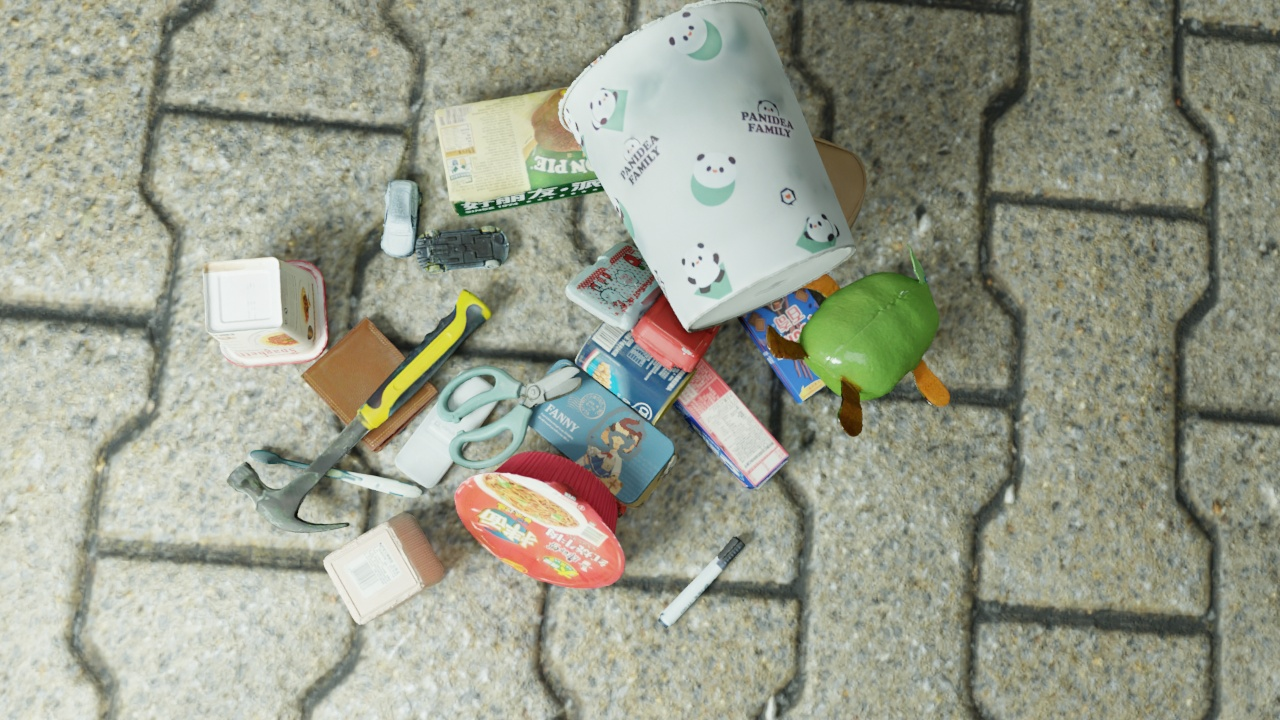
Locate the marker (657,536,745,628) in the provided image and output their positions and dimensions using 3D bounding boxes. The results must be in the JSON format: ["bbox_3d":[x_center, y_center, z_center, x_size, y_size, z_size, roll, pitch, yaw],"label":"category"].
[{"bbox_3d":[0.068,0.249,1.034,0.130,0.018,0.022,-44,132,-9],"label":"marker"}]

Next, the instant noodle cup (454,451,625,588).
[{"bbox_3d":[-0.095,0.161,0.969,0.194,0.194,0.065,28,51,-1],"label":"instant noodle cup"}]

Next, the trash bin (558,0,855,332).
[{"bbox_3d":[0.074,-0.179,0.907,0.229,0.230,0.252,-24,84,-7],"label":"trash bin"}]

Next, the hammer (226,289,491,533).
[{"bbox_3d":[-0.282,0.053,0.995,0.126,0.032,0.322,43,78,-2],"label":"hammer"}]

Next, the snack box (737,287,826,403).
[{"bbox_3d":[0.175,-0.037,1.075,0.084,0.026,0.157,-34,87,-10],"label":"snack box"}]

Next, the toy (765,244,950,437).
[{"bbox_3d":[0.252,-0.026,1.024,0.246,0.090,0.227,-34,73,-31],"label":"toy"}]

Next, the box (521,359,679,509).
[{"bbox_3d":[-0.050,0.078,1.011,0.184,0.059,0.089,36,81,13],"label":"box"}]

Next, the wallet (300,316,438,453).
[{"bbox_3d":[-0.301,0.027,1.028,0.101,0.032,0.124,-44,89,-11],"label":"wallet"}]

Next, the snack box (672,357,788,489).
[{"bbox_3d":[0.077,0.053,1.041,0.058,0.057,0.207,-41,87,-11],"label":"snack box"}]

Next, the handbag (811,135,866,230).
[{"bbox_3d":[0.148,-0.190,1.054,0.204,0.100,0.147,20,82,8],"label":"handbag"}]

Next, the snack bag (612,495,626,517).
[{"bbox_3d":[-0.018,0.123,1.040,0.045,0.026,0.105,24,79,4],"label":"snack bag"}]

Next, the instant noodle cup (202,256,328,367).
[{"bbox_3d":[-0.405,-0.057,0.981,0.116,0.124,0.116,-5,84,-5],"label":"instant noodle cup"}]

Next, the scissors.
[{"bbox_3d":[-0.135,0.059,0.990,0.180,0.019,0.139,-14,73,12],"label":"scissors"}]

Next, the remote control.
[{"bbox_3d":[-0.216,0.077,1.032,0.056,0.020,0.136,35,81,-1],"label":"remote control"}]

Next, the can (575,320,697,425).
[{"bbox_3d":[-0.006,0.006,0.977,0.111,0.075,0.075,38,81,6],"label":"can"}]

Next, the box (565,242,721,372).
[{"bbox_3d":[0.015,-0.066,0.991,0.158,0.200,0.038,36,116,0],"label":"box"}]

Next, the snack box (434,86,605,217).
[{"bbox_3d":[-0.108,-0.247,1.060,0.240,0.063,0.114,-12,84,-6],"label":"snack box"}]

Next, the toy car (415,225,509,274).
[{"bbox_3d":[-0.203,-0.126,1.052,0.105,0.031,0.049,-6,88,-10],"label":"toy car"}]

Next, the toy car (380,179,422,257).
[{"bbox_3d":[-0.274,-0.163,1.052,0.043,0.034,0.090,4,84,-8],"label":"toy car"}]

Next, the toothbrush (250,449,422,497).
[{"bbox_3d":[-0.337,0.126,1.020,0.191,0.018,0.016,14,81,-5],"label":"toothbrush"}]

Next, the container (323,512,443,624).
[{"bbox_3d":[-0.269,0.218,0.964,0.090,0.111,0.090,-30,86,-8],"label":"container"}]
